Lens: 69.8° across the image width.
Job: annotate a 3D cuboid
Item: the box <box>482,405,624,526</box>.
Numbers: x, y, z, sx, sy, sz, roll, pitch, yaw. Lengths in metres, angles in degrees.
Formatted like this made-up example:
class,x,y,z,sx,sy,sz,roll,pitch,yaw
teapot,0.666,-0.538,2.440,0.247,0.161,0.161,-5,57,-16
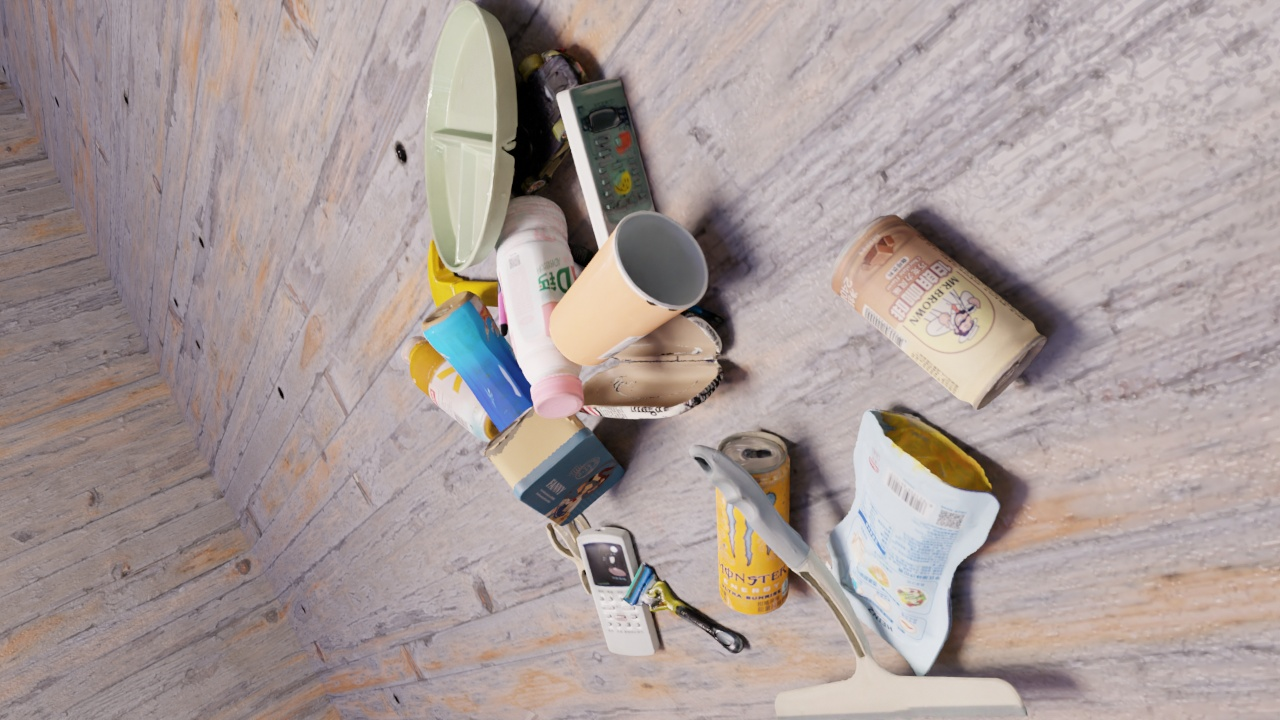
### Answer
class,x,y,z,sx,sy,sz,roll,pitch,yaw
box,-0.076,0.092,0.837,0.062,0.089,0.184,47,176,18

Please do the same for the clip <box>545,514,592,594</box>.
class,x,y,z,sx,sy,sz,roll,pitch,yaw
clip,-0.064,0.213,1.009,0.072,0.034,0.100,-24,101,54

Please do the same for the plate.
class,x,y,z,sx,sy,sz,roll,pitch,yaw
plate,-0.150,-0.191,0.800,0.230,0.027,0.230,4,94,63

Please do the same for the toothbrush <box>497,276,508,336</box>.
class,x,y,z,sx,sy,sz,roll,pitch,yaw
toothbrush,-0.130,-0.116,0.859,0.018,0.014,0.189,17,109,60

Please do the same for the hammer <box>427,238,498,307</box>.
class,x,y,z,sx,sy,sz,roll,pitch,yaw
hammer,-0.130,-0.066,0.915,0.301,0.032,0.129,7,118,50

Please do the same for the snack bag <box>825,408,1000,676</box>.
class,x,y,z,sx,sy,sz,roll,pitch,yaw
snack bag,0.180,0.129,0.640,0.110,0.038,0.191,33,138,32

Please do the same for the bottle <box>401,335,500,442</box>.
class,x,y,z,sx,sy,sz,roll,pitch,yaw
bottle,-0.206,0.026,1.037,0.190,0.067,0.068,31,134,38

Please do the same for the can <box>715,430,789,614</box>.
class,x,y,z,sx,sy,sz,roll,pitch,yaw
can,0.090,0.132,0.736,0.058,0.058,0.146,24,129,42

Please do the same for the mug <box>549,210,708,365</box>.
class,x,y,z,sx,sy,sz,roll,pitch,yaw
mug,-0.015,-0.046,0.684,0.078,0.078,0.123,59,140,7

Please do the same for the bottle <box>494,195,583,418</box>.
class,x,y,z,sx,sy,sz,roll,pitch,yaw
bottle,-0.083,-0.046,0.767,0.068,0.068,0.196,122,143,-50

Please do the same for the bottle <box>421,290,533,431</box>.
class,x,y,z,sx,sy,sz,roll,pitch,yaw
bottle,-0.132,0.033,0.923,0.065,0.065,0.219,-5,124,53

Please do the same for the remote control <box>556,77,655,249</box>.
class,x,y,z,sx,sy,sz,roll,pitch,yaw
remote control,-0.022,-0.145,0.706,0.019,0.056,0.135,2,112,49

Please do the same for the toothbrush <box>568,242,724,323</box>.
class,x,y,z,sx,sy,sz,roll,pitch,yaw
toothbrush,-0.001,-0.066,0.767,0.190,0.014,0.016,27,110,39

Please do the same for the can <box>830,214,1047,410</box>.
class,x,y,z,sx,sy,sz,roll,pitch,yaw
can,0.170,-0.030,0.533,0.116,0.058,0.059,45,141,24

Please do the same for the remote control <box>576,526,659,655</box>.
class,x,y,z,sx,sy,sz,roll,pitch,yaw
remote control,-0.024,0.245,0.967,0.058,0.021,0.150,-6,109,27

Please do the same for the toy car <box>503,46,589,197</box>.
class,x,y,z,sx,sy,sz,roll,pitch,yaw
toy car,-0.085,-0.194,0.767,0.070,0.042,0.159,61,146,5

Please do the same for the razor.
class,x,y,z,sx,sy,sz,roll,pitch,yaw
razor,0.046,0.248,0.899,0.143,0.022,0.042,21,83,40

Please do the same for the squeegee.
class,x,y,z,sx,sy,sz,roll,pitch,yaw
squeegee,0.118,0.155,0.675,0.246,0.039,0.247,54,143,-1

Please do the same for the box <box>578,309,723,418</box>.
class,x,y,z,sx,sy,sz,roll,pitch,yaw
box,-0.004,0.005,0.754,0.162,0.086,0.075,-3,147,47
